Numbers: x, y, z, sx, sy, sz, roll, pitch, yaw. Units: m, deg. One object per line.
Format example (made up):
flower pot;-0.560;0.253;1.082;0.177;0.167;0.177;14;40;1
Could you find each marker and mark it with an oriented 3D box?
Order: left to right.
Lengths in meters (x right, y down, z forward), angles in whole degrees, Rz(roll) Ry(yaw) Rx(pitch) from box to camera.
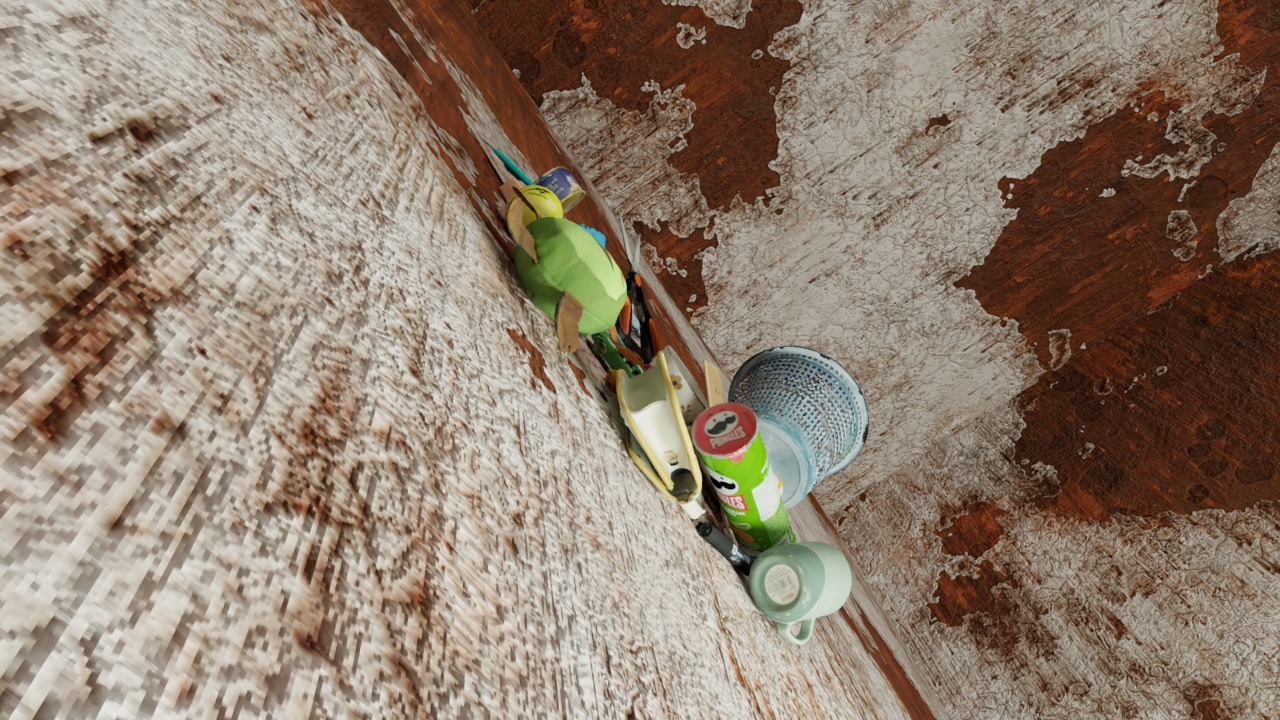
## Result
marker;0.095;0.206;0.998;0.022;0.020;0.132;24;-15;39

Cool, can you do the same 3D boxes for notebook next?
notebook;0.105;0.108;1.194;0.147;0.008;0.207;23;60;-78

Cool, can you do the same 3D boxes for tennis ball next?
tennis ball;-0.121;-0.166;1.045;0.065;0.065;0.065;55;7;-10

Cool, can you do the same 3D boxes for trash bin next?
trash bin;0.202;0.115;1.353;0.226;0.227;0.194;56;34;-3

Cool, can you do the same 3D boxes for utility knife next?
utility knife;-0.169;-0.254;1.224;0.209;0.013;0.029;46;5;24

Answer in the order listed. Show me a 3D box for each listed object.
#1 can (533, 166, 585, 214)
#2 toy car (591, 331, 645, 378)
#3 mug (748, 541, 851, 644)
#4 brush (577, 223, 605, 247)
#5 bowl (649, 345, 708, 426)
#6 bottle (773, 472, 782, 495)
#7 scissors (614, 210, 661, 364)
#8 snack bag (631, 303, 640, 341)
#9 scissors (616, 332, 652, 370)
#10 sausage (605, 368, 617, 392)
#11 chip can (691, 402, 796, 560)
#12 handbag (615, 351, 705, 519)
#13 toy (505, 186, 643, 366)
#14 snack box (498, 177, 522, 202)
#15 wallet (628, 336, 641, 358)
can;-0.127;-0.249;1.373;0.049;0.075;0.148;53;7;-5
toy car;-0.024;0.002;1.065;0.091;0.036;0.043;51;9;-6
mug;0.173;0.258;1.014;0.106;0.082;0.111;11;84;-55
brush;-0.059;-0.106;1.219;0.314;0.060;0.109;3;82;-79
bowl;0.042;0.042;1.214;0.113;0.062;0.113;57;6;-11
bottle;0.148;0.190;1.164;0.063;0.063;0.108;-113;-164;-58
scissors;-0.009;-0.085;1.256;0.220;0.022;0.222;-68;140;-57
snack bag;-0.048;-0.112;1.430;0.191;0.039;0.110;53;2;-39
scissors;-0.006;0.007;1.111;0.133;0.017;0.128;62;-21;-12
sausage;0.006;0.058;1.054;0.165;0.021;0.021;50;9;-41
chip can;0.121;0.148;1.030;0.072;0.072;0.236;-117;-178;-47
handbag;0.027;0.093;0.944;0.163;0.063;0.179;-98;167;-75
toy;-0.068;-0.084;0.928;0.227;0.090;0.246;59;9;2
snack box;-0.126;-0.172;1.208;0.084;0.026;0.157;59;8;23
wallet;0.005;0.012;1.298;0.122;0.020;0.096;47;11;-42
